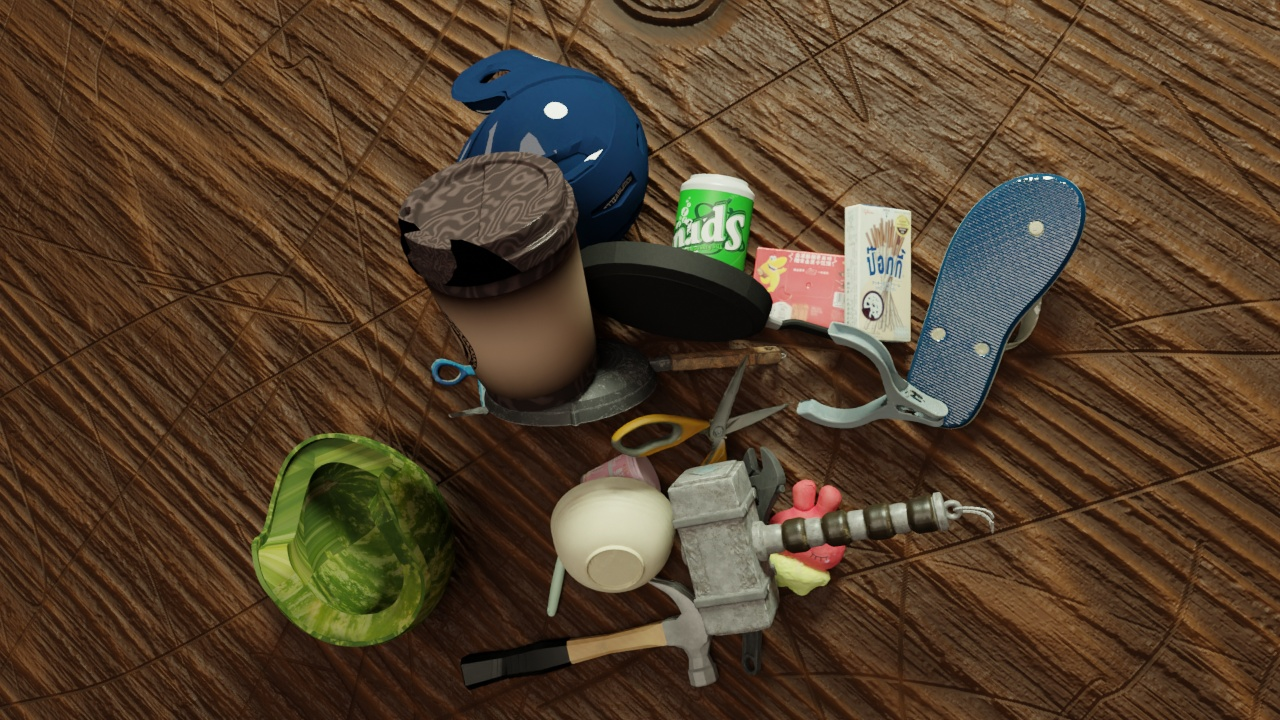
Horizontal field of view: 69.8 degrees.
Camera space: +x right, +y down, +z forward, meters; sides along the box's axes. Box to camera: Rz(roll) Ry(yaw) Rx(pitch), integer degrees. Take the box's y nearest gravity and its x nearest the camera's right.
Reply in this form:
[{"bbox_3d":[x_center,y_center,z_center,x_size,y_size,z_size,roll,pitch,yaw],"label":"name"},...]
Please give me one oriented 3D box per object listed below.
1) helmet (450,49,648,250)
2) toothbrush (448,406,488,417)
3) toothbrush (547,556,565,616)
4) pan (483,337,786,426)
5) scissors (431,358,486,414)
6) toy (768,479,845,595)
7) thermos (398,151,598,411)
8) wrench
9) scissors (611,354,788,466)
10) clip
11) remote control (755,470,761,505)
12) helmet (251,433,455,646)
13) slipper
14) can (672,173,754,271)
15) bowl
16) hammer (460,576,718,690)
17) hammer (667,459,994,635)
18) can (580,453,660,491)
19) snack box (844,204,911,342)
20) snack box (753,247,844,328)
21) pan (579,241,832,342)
[{"bbox_3d":[-0.110,-0.206,1.052,0.223,0.232,0.272,35,74,25],"label":"helmet"},{"bbox_3d":[-0.192,0.058,1.101,0.010,0.181,0.010,-43,83,7],"label":"toothbrush"},{"bbox_3d":[-0.099,0.245,1.153,0.022,0.015,0.154,10,90,51],"label":"toothbrush"},{"bbox_3d":[-0.006,0.006,1.067,0.357,0.207,0.040,-9,112,-4],"label":"pan"},{"bbox_3d":[-0.214,0.004,1.199,0.140,0.011,0.134,-3,89,16],"label":"scissors"},{"bbox_3d":[0.190,0.203,1.053,0.092,0.045,0.135,21,101,20],"label":"toy"},{"bbox_3d":[-0.129,-0.071,0.933,0.173,0.226,0.172,-8,42,7],"label":"thermos"},{"bbox_3d":[0.134,0.234,1.064,0.073,0.018,0.273,9,100,50],"label":"wrench"},{"bbox_3d":[0.073,0.100,1.055,0.225,0.016,0.230,-13,119,-20],"label":"scissors"},{"bbox_3d":[0.239,0.021,1.014,0.165,0.032,0.165,-16,121,36],"label":"clip"},{"bbox_3d":[0.108,0.191,1.097,0.030,0.009,0.140,44,100,13],"label":"remote control"},{"bbox_3d":[-0.337,0.216,1.110,0.213,0.247,0.243,-30,121,-4],"label":"helmet"},{"bbox_3d":[0.378,-0.064,1.004,0.118,0.060,0.295,27,109,21],"label":"slipper"},{"bbox_3d":[0.082,-0.141,1.076,0.088,0.087,0.140,9,90,16],"label":"can"},{"bbox_3d":[-0.030,0.216,1.064,0.151,0.075,0.151,-1,124,-1],"label":"bowl"},{"bbox_3d":[-0.071,0.355,1.131,0.329,0.039,0.131,-16,82,16],"label":"hammer"},{"bbox_3d":[0.199,0.179,0.971,0.327,0.079,0.177,-13,95,19],"label":"hammer"},{"bbox_3d":[-0.023,0.151,1.107,0.076,0.067,0.067,-28,81,14],"label":"can"},{"bbox_3d":[0.266,-0.096,1.026,0.026,0.081,0.150,-3,86,60],"label":"snack box"},{"bbox_3d":[0.197,-0.082,1.074,0.133,0.021,0.089,8,90,17],"label":"snack box"},{"bbox_3d":[0.095,-0.053,1.026,0.356,0.226,0.034,16,75,-9],"label":"pan"}]
